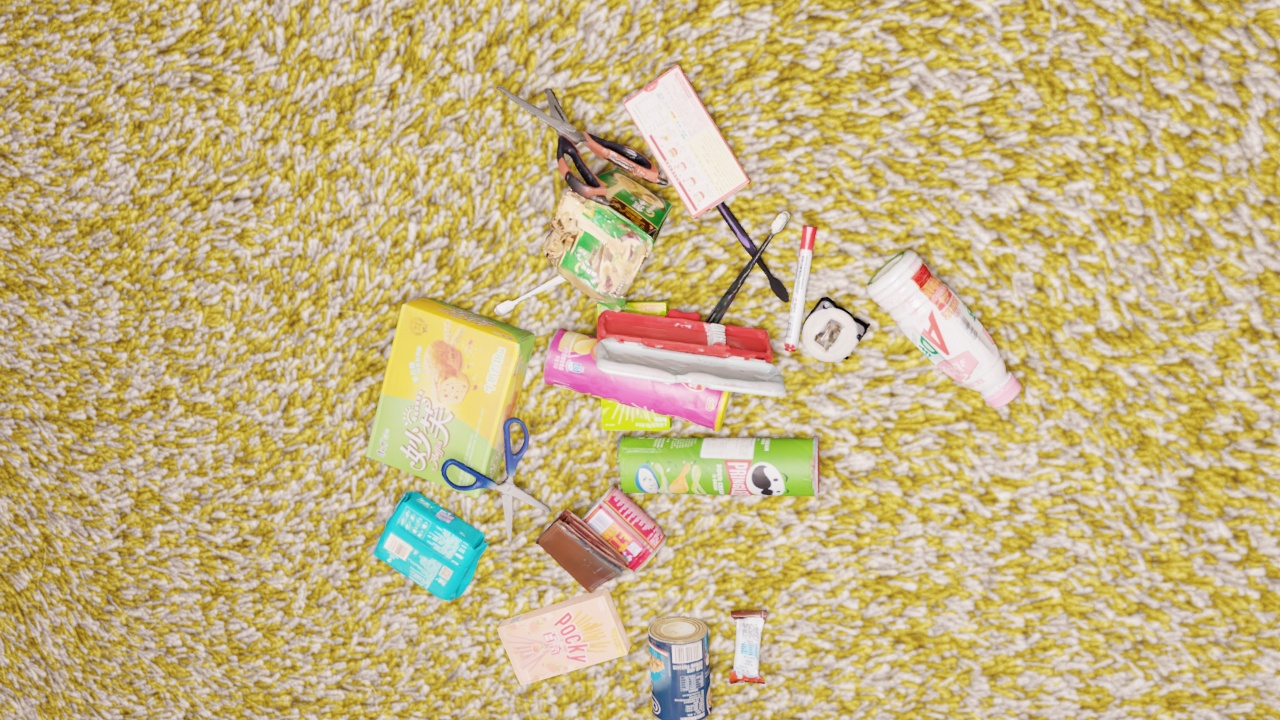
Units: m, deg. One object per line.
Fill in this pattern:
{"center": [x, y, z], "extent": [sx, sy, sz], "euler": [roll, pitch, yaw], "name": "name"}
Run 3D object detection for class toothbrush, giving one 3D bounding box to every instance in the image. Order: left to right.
{"center": [-0.098, -0.098, 1.114], "extent": [0.180, 0.016, 0.016], "euler": [-26, 96, 13], "name": "toothbrush"}
{"center": [0.117, -0.145, 1.061], "extent": [0.014, 0.016, 0.189], "euler": [-35, 88, 13], "name": "toothbrush"}
{"center": [0.117, -0.095, 1.055], "extent": [0.015, 0.018, 0.181], "euler": [37, 114, 9], "name": "toothbrush"}

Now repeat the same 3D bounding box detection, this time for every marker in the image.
{"center": [0.183, -0.082, 1.053], "extent": [0.017, 0.017, 0.145], "euler": [9, 101, 10], "name": "marker"}

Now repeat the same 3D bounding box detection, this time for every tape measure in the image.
{"center": [0.217, -0.031, 1.046], "extent": [0.066, 0.033, 0.066], "euler": [34, 104, 7], "name": "tape measure"}

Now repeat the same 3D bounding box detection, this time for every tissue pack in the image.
{"center": [-0.270, 0.241, 1.189], "extent": [0.133, 0.050, 0.093], "euler": [33, 103, 5], "name": "tissue pack"}

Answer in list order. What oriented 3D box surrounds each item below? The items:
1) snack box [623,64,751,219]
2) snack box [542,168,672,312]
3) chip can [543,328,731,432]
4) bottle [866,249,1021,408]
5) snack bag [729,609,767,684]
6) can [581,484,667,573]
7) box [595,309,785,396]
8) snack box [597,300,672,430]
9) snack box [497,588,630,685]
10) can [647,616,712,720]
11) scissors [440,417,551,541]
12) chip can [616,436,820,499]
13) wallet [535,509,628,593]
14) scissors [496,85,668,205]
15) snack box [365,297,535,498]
{"center": [0.053, -0.247, 1.044], "extent": [0.077, 0.027, 0.156], "euler": [-31, 89, 15], "name": "snack box"}
{"center": [-0.027, -0.146, 1.032], "extent": [0.117, 0.105, 0.118], "euler": [35, 135, 5], "name": "snack box"}
{"center": [-0.002, 0.022, 1.054], "extent": [0.210, 0.071, 0.071], "euler": [14, 102, 8], "name": "chip can"}
{"center": [0.336, -0.031, 1.006], "extent": [0.068, 0.068, 0.197], "euler": [-43, 93, 15], "name": "bottle"}
{"center": [0.133, 0.355, 1.133], "extent": [0.048, 0.026, 0.104], "euler": [-1, 99, 6], "name": "snack bag"}
{"center": [-0.021, 0.206, 1.120], "extent": [0.094, 0.066, 0.067], "euler": [42, 105, 3], "name": "can"}
{"center": [0.051, -0.006, 1.005], "extent": [0.201, 0.157, 0.039], "euler": [7, 119, -5], "name": "box"}
{"center": [-0.007, 0.006, 1.105], "extent": [0.086, 0.026, 0.156], "euler": [0, 99, 11], "name": "snack box"}
{"center": [-0.099, 0.357, 1.184], "extent": [0.157, 0.026, 0.084], "euler": [-21, 95, 15], "name": "snack box"}
{"center": [0.049, 0.380, 1.131], "extent": [0.075, 0.075, 0.111], "euler": [-1, 99, 12], "name": "can"}
{"center": [-0.168, 0.145, 1.119], "extent": [0.162, 0.012, 0.174], "euler": [10, 106, -35], "name": "scissors"}
{"center": [0.091, 0.124, 1.080], "extent": [0.236, 0.072, 0.072], "euler": [0, 99, 13], "name": "chip can"}
{"center": [-0.074, 0.237, 1.123], "extent": [0.101, 0.032, 0.125], "euler": [41, 149, 1], "name": "wallet"}
{"center": [-0.070, -0.239, 1.012], "extent": [0.225, 0.188, 0.015], "euler": [28, 125, -4], "name": "scissors"}
{"center": [-0.235, 0.045, 1.138], "extent": [0.158, 0.070, 0.210], "euler": [19, 102, 8], "name": "snack box"}
